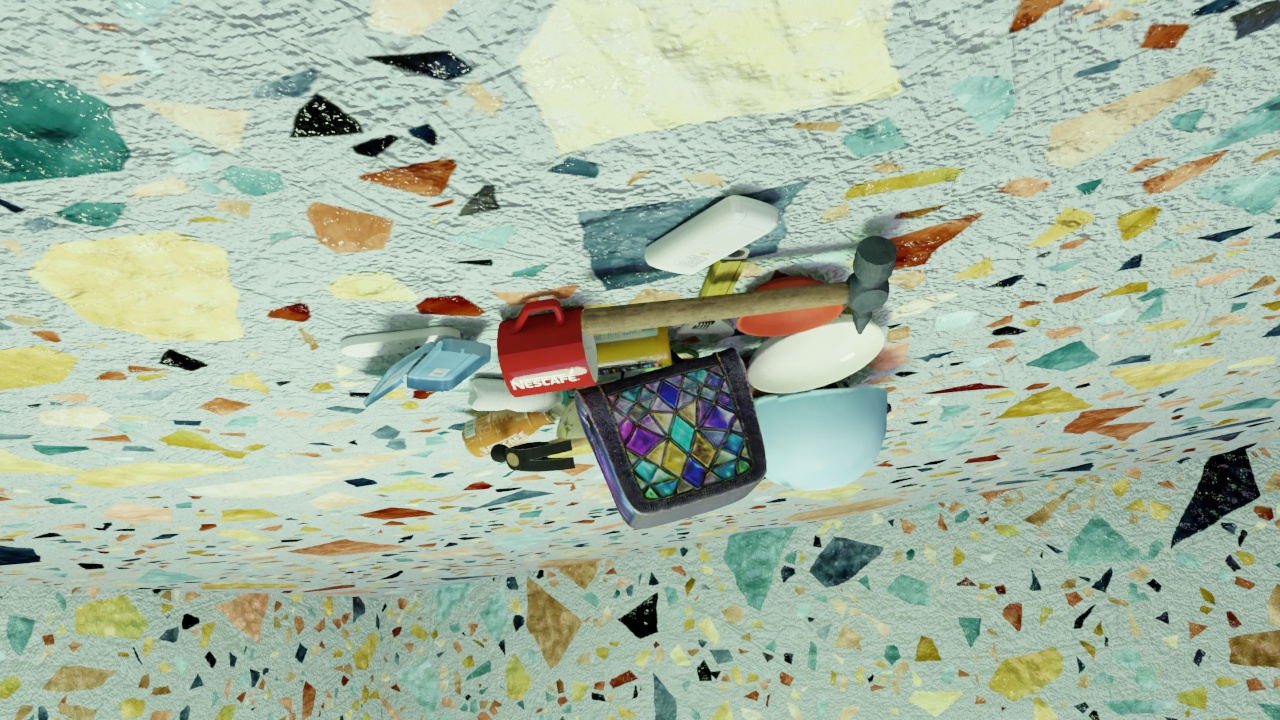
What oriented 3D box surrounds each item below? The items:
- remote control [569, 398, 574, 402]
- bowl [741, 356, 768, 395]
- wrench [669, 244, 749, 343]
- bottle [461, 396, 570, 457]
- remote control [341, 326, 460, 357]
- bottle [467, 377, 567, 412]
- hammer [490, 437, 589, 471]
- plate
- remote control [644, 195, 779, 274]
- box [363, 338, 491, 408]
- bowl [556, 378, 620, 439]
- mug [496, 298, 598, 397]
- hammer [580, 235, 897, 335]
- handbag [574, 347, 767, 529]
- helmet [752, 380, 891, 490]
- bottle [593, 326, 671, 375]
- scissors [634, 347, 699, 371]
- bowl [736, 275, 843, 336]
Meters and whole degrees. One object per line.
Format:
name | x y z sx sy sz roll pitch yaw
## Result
remote control | -0.067 0.072 1.404 0.130 0.012 0.033 9 153 -39
bowl | 0.149 0.020 1.296 0.119 0.032 0.119 -6 161 -2
wrench | 0.086 -0.071 1.028 0.083 0.018 0.274 -4 161 -9
bottle | -0.180 0.091 1.354 0.167 0.059 0.059 -22 158 15
remote control | -0.276 -0.021 1.056 0.136 0.013 0.043 -7 161 -1
bottle | -0.165 0.048 1.249 0.136 0.044 0.044 3 159 -28
hammer | -0.056 0.107 1.348 0.304 0.040 0.132 -14 -171 -37
plate | 0.222 -0.015 1.187 0.182 0.034 0.183 -11 153 -6
remote control | 0.066 -0.117 0.874 0.060 0.025 0.139 8 159 -37
box | -0.262 0.013 1.098 0.126 0.039 0.210 -11 171 -28
bowl | -0.050 0.062 1.268 0.145 0.063 0.145 -10 -177 0
mug | -0.107 -0.020 1.028 0.096 0.080 0.116 -9 133 7
hammer | 0.098 -0.057 0.957 0.322 0.040 0.129 -7 146 -1
handbag | 0.036 0.081 1.141 0.204 0.222 0.126 -15 163 -9
helmet | 0.266 0.110 1.381 0.225 0.166 0.266 -5 168 -5
bottle | -0.057 -0.008 1.108 0.186 0.053 0.053 -8 161 3
scissors | -0.008 0.004 1.218 0.174 0.033 0.065 -4 144 -6
bowl | 0.168 -0.065 1.047 0.122 0.035 0.122 -6 161 -2
